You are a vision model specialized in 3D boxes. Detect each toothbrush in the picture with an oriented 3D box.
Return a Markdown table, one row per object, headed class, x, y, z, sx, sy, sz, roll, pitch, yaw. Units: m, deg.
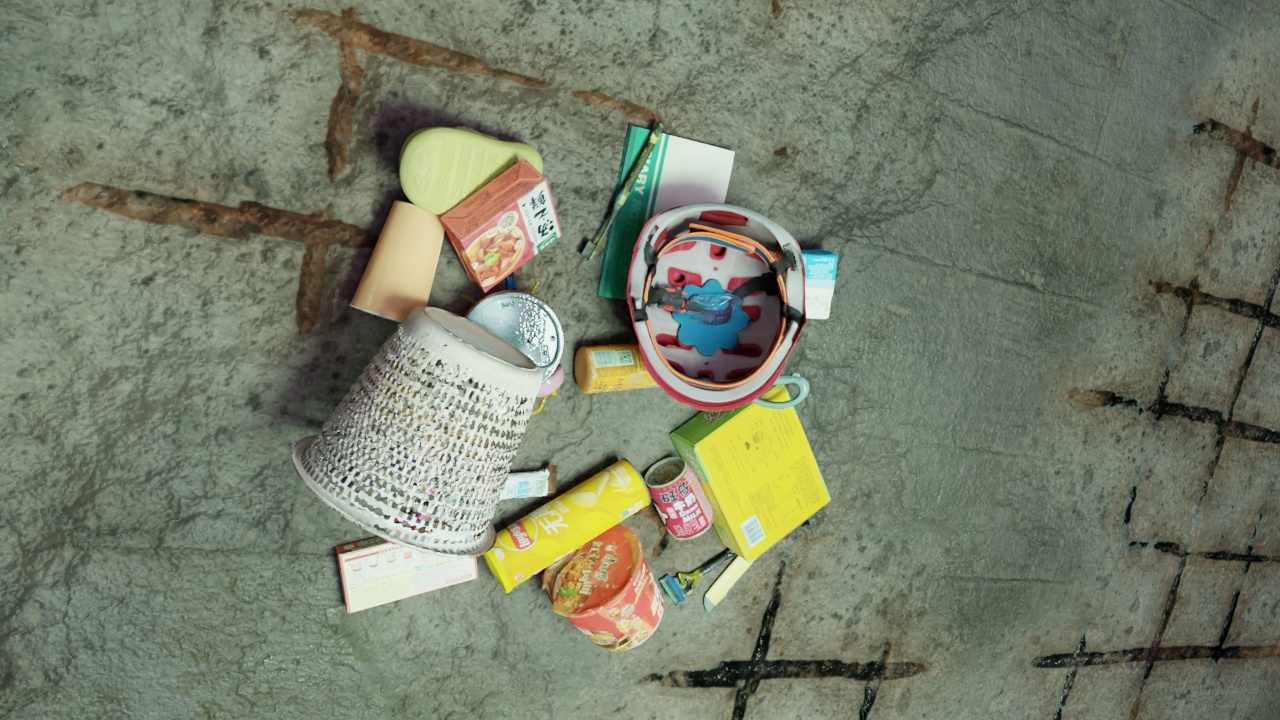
| class | x | y | z | sx | sy | sz | roll | pitch | yaw |
| --- | --- | --- | --- | --- | --- | --- | --- | --- | --- |
| toothbrush | -0.022 | -0.203 | 1.097 | 0.017 | 0.012 | 0.186 | 29 | 91 | -17 |
| toothbrush | -0.145 | -0.018 | 1.090 | 0.014 | 0.016 | 0.190 | -13 | 108 | -29 |

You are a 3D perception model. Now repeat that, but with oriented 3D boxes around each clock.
| class | x | y | z | sx | sy | sz | roll | pitch | yaw |
| --- | --- | --- | --- | --- | --- | --- | --- | --- | --- |
| clock | -0.147 | -0.007 | 1.054 | 0.117 | 0.060 | 0.158 | -10 | 104 | -11 |

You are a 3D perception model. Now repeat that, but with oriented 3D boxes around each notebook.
| class | x | y | z | sx | sy | sz | roll | pitch | yaw |
| --- | --- | --- | --- | --- | --- | --- | --- | --- | --- |
| notebook | 0.032 | -0.173 | 1.144 | 0.150 | 0.012 | 0.209 | 7 | 100 | -27 |

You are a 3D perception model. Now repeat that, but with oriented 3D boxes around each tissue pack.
| class | x | y | z | sx | sy | sz | roll | pitch | yaw |
| --- | --- | --- | --- | --- | --- | --- | --- | --- | --- |
| tissue pack | 0.194 | -0.104 | 1.214 | 0.140 | 0.063 | 0.090 | -1 | 105 | -24 |

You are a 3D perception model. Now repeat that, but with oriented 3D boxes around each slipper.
| class | x | y | z | sx | sy | sz | roll | pitch | yaw |
| --- | --- | --- | --- | --- | --- | --- | --- | --- | --- |
| slipper | -0.190 | -0.207 | 0.986 | 0.190 | 0.082 | 0.092 | -8 | 122 | -52 |

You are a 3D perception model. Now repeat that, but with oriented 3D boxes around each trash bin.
| class | x | y | z | sx | sy | sz | roll | pitch | yaw |
| --- | --- | --- | --- | --- | --- | --- | --- | --- | --- |
| trash bin | -0.208 | 0.060 | 0.937 | 0.227 | 0.227 | 0.192 | 26 | 98 | -30 |

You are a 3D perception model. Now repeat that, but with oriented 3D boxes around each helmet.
| class | x | y | z | sx | sy | sz | roll | pitch | yaw |
| --- | --- | --- | --- | --- | --- | --- | --- | --- | --- |
| helmet | 0.087 | -0.059 | 1.095 | 0.207 | 0.144 | 0.240 | 5 | 87 | 1 |

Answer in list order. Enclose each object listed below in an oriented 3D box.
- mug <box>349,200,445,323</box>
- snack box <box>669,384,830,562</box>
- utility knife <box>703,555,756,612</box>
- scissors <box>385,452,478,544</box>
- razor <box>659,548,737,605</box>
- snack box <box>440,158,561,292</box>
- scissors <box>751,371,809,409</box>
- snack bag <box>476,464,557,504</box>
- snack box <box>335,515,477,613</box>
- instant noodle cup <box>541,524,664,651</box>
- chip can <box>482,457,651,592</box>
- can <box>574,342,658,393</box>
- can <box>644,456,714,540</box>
| class | x | y | z | sx | sy | sz | roll | pitch | yaw |
| --- | --- | --- | --- | --- | --- | --- | --- | --- | --- |
| mug | -0.252 | -0.103 | 0.981 | 0.078 | 0.078 | 0.122 | 19 | 89 | -30 |
| snack box | 0.154 | 0.146 | 1.255 | 0.157 | 0.070 | 0.210 | -34 | 115 | -16 |
| utility knife | 0.163 | 0.278 | 1.323 | 0.213 | 0.022 | 0.031 | -45 | 120 | -3 |
| scissors | -0.244 | 0.171 | 1.070 | 0.135 | 0.017 | 0.133 | -44 | 103 | -20 |
| razor | 0.094 | 0.292 | 1.291 | 0.142 | 0.022 | 0.042 | -28 | 70 | -22 |
| snack box | -0.146 | -0.139 | 1.002 | 0.113 | 0.044 | 0.127 | -39 | 156 | -13 |
| scissors | 0.145 | -0.024 | 1.175 | 0.170 | 0.019 | 0.179 | 19 | 105 | 14 |
| snack bag | -0.152 | 0.152 | 1.124 | 0.104 | 0.026 | 0.048 | -6 | 112 | -27 |
| snack box | -0.273 | 0.239 | 1.083 | 0.155 | 0.027 | 0.077 | -10 | 108 | -25 |
| instant noodle cup | -0.038 | 0.293 | 1.164 | 0.137 | 0.138 | 0.108 | -40 | 125 | -13 |
| chip can | -0.093 | 0.203 | 1.143 | 0.213 | 0.072 | 0.072 | -29 | 114 | -19 |
| can | -0.007 | 0.007 | 1.143 | 0.145 | 0.058 | 0.058 | -4 | 105 | -26 |
| can | 0.050 | 0.182 | 1.213 | 0.066 | 0.066 | 0.094 | -34 | 116 | -16 |
